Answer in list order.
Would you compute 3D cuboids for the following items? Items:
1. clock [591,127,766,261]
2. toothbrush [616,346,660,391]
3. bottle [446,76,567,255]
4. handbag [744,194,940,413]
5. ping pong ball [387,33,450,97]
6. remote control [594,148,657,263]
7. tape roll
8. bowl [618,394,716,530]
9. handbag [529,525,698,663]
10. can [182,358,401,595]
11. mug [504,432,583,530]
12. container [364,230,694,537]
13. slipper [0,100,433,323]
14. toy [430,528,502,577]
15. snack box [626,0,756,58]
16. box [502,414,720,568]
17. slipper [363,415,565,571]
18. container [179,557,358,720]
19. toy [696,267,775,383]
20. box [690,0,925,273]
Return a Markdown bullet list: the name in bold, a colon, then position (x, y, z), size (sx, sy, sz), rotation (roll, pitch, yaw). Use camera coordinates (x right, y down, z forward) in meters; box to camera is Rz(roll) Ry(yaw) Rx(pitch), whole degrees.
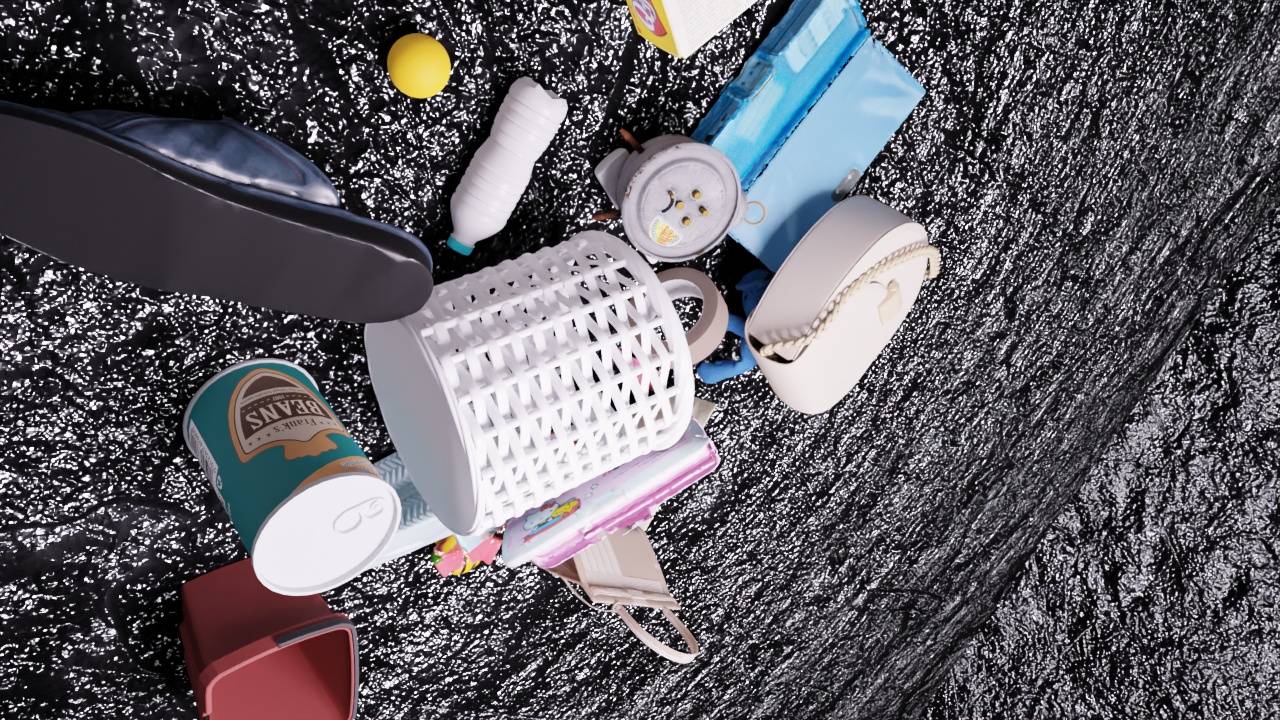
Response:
- **clock**: position (0.042, -0.135, 0.772), size (0.147, 0.056, 0.104), rotation (7, 119, -26)
- **toothbrush**: position (-0.006, 0.005, 0.930), size (0.021, 0.016, 0.135), rotation (-49, 143, 1)
- **bottle**: position (-0.104, -0.141, 0.680), size (0.044, 0.044, 0.136), rotation (16, 110, -50)
- **handbag**: position (0.197, -0.060, 0.927), size (0.208, 0.103, 0.210), rotation (-50, 151, -4)
- **ping pong ball**: position (-0.144, -0.192, 0.597), size (0.040, 0.040, 0.040), rotation (-26, 138, -27)
- **remote control**: position (-0.003, -0.135, 0.812), size (0.033, 0.012, 0.131), rotation (-43, 143, -5)
- **tape roll**: position (0.034, -0.040, 0.864), size (0.093, 0.094, 0.030), rotation (-46, 143, -4)
- **bowl**: position (0.010, 0.093, 0.954), size (0.150, 0.075, 0.151), rotation (-60, 175, -9)
- **handbag**: position (-0.010, 0.250, 0.988), size (0.062, 0.198, 0.175), rotation (-55, 143, 7)
- **can**: position (-0.247, 0.078, 0.645), size (0.099, 0.144, 0.099), rotation (-26, 138, -27)
- **mug**: position (-0.084, 0.123, 0.914), size (0.112, 0.078, 0.096), rotation (-42, 149, -48)
- **container**: position (-0.088, 0.014, 0.713), size (0.186, 0.189, 0.190), rotation (-23, 136, -29)
- **slipper**: position (-0.253, -0.098, 0.549), size (0.265, 0.083, 0.109), rotation (14, 142, -32)
- **toy**: position (-0.169, 0.174, 0.894), size (0.084, 0.046, 0.104), rotation (-43, 150, -30)
- **snack box**: position (0.041, -0.293, 0.676), size (0.105, 0.061, 0.084), rotation (-41, 143, -10)
- **box**: position (-0.021, 0.127, 0.808), size (0.201, 0.101, 0.111), rotation (-31, 125, 2)
- **slipper**: position (-0.177, 0.123, 0.796), size (0.245, 0.104, 0.074), rotation (-23, 138, -22)
- **container**: position (-0.286, 0.266, 0.723), size (0.126, 0.201, 0.148), rotation (-16, 132, -35)
- **toy**: position (0.117, -0.044, 0.970), size (0.112, 0.071, 0.177), rotation (-13, 131, -53)
- **box**: position (0.140, -0.216, 0.850), size (0.175, 0.060, 0.232), rotation (37, 94, -37)
